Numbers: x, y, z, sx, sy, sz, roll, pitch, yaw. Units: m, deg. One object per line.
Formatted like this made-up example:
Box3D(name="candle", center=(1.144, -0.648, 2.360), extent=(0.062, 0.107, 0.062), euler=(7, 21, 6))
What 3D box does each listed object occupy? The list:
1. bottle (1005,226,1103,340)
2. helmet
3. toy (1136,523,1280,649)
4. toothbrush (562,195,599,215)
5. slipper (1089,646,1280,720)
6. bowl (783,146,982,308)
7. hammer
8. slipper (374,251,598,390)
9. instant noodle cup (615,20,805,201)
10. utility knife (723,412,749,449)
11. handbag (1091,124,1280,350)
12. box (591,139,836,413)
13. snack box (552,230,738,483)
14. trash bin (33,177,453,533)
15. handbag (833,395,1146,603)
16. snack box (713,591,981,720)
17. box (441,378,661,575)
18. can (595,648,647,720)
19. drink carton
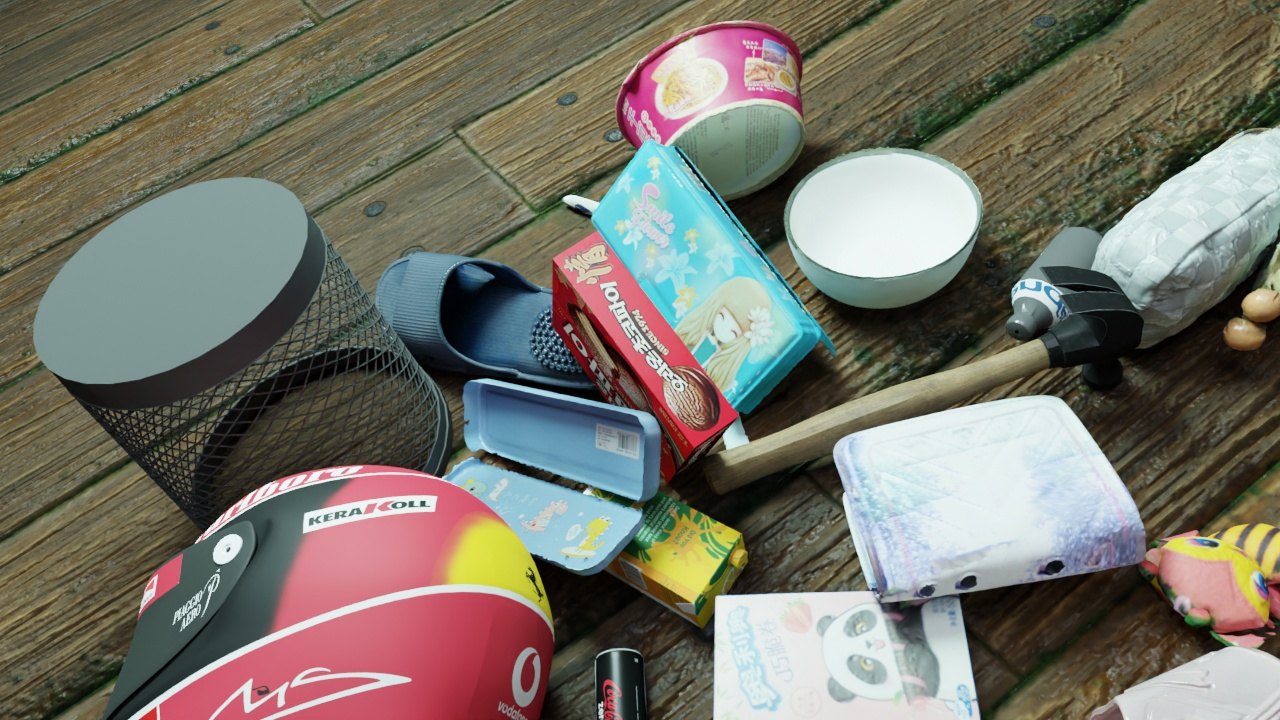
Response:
Box3D(name="bottle", center=(0.318, -0.057, 0.705), extent=(0.047, 0.047, 0.112), euler=(31, 65, 33))
Box3D(name="helmet", center=(-0.186, 0.178, 0.545), extent=(0.271, 0.198, 0.224), euler=(-26, 49, 3))
Box3D(name="toy", center=(0.347, 0.128, 0.544), extent=(0.103, 0.046, 0.084), euler=(-16, 26, -11))
Box3D(name="toothbrush", center=(-0.002, -0.127, 0.869), extent=(0.189, 0.016, 0.017), euler=(23, 70, 29))
Box3D(name="slipper", center=(0.263, 0.204, 0.473), extent=(0.239, 0.094, 0.064), euler=(-34, 56, -10))
Box3D(name="bowl", center=(0.198, -0.099, 0.754), extent=(0.153, 0.073, 0.153), euler=(-8, 50, 9))
Box3D(name="hammer", center=(0.188, 0.027, 0.638), extent=(0.306, 0.132, 0.040), euler=(-21, 53, 8))
Box3D(name="slipper", center=(-0.132, -0.035, 0.762), extent=(0.264, 0.082, 0.101), euler=(14, 85, 24))
Box3D(name="instant noodle cup", center=(0.072, -0.211, 0.829), extent=(0.178, 0.179, 0.077), euler=(-16, 65, 2))
Box3D(name="utility knife", center=(0.060, -0.008, 0.756), extent=(0.030, 0.019, 0.227), euler=(-18, 52, 7))
Box3D(name="handbag", center=(0.408, -0.070, 0.652), extent=(0.171, 0.113, 0.123), euler=(-33, 58, -14))
Box3D(name="box", center=(0.072, -0.069, 0.756), extent=(0.097, 0.116, 0.226), euler=(-50, 57, 28))
Box3D(name="snack box", center=(-0.004, 0.004, 0.644), extent=(0.035, 0.133, 0.152), euler=(-34, 79, -14))
Box3D(name="trash bin", center=(-0.284, 0.013, 0.685), extent=(0.218, 0.228, 0.217), euler=(-7, 50, 9))
Box3D(name="handbag", center=(0.213, 0.095, 0.583), extent=(0.159, 0.069, 0.126), euler=(-12, 34, 5))
Box3D(name="snack box", center=(0.122, 0.188, 0.563), extent=(0.154, 0.033, 0.087), euler=(-5, 49, 11))
Box3D(name="box", center=(-0.073, 0.080, 0.657), extent=(0.210, 0.047, 0.122), euler=(8, 74, 46))
Box3D(name="can", center=(-0.012, 0.223, 0.568), extent=(0.031, 0.031, 0.080), euler=(-10, 49, 7))
Box3D(name="drink carton", center=(0.011, 0.128, 0.636), extent=(0.122, 0.041, 0.058), euler=(23, 60, 30))
